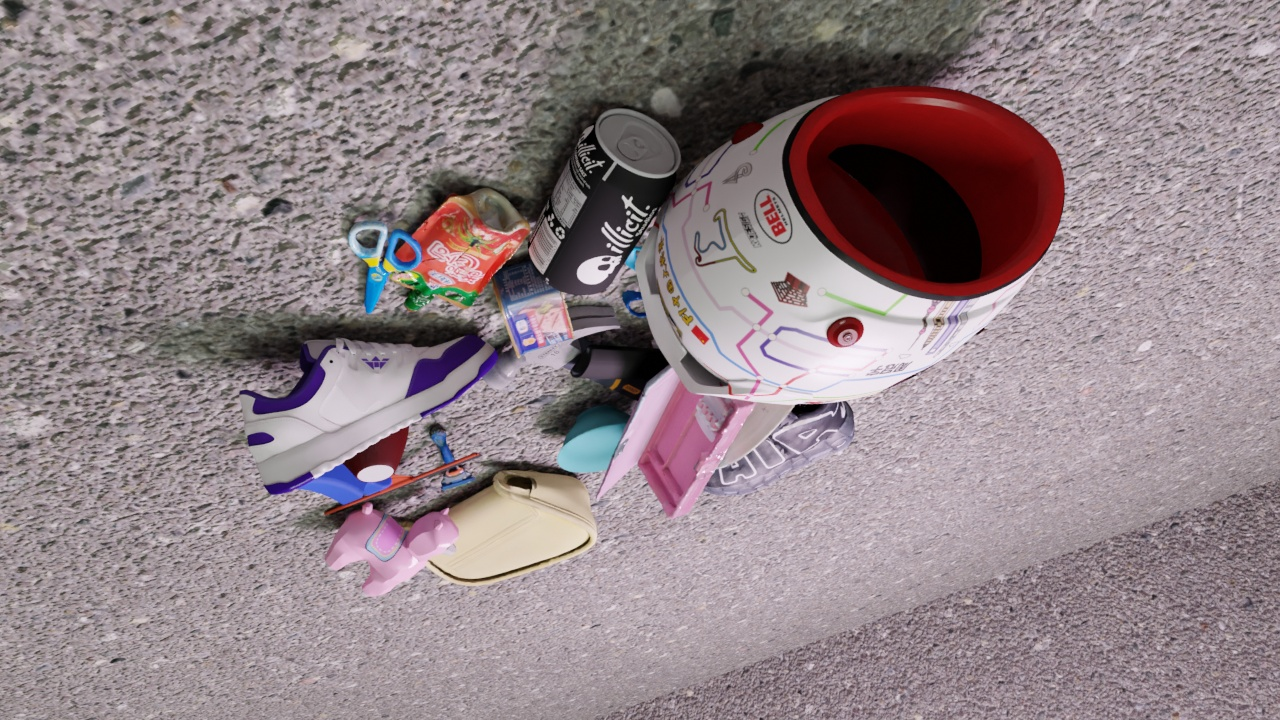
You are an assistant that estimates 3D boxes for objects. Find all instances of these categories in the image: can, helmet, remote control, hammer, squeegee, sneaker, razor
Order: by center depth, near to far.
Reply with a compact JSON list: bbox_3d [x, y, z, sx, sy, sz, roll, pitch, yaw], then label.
[{"bbox_3d":[-0.032,-0.123,0.736,0.080,0.080,0.146,1,145,-30],"label":"can"},{"bbox_3d":[0.156,-0.083,0.751,0.313,0.231,0.237,-15,163,-25],"label":"helmet"},{"bbox_3d":[-0.099,-0.050,0.851,0.059,0.054,0.100,-17,151,-6],"label":"can"},{"bbox_3d":[-0.257,0.018,0.855,0.243,0.111,0.092,-32,-172,-28],"label":"sneaker"},{"bbox_3d":[-0.006,0.006,0.967,0.140,0.021,0.046,1,140,-40],"label":"remote control"},{"bbox_3d":[-0.332,0.131,1.024,0.250,0.055,0.184,-22,166,26],"label":"squeegee"},{"bbox_3d":[-0.026,0.021,1.028,0.140,0.035,0.312,-34,147,20],"label":"hammer"},{"bbox_3d":[-0.229,0.114,1.091,0.044,0.018,0.141,-16,147,-10],"label":"razor"},{"bbox_3d":[0.154,0.087,1.182,0.252,0.097,0.151,-19,145,1],"label":"sneaker"}]

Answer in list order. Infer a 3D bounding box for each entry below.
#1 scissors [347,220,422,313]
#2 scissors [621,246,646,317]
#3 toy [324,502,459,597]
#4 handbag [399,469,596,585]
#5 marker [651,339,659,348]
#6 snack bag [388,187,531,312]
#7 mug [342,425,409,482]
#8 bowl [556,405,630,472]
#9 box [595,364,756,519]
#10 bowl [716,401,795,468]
[{"bbox_3d":[-0.220,-0.074,0.773,0.061,0.023,0.127,18,141,-15],"label":"scissors"},{"bbox_3d":[0.031,-0.059,0.887,0.130,0.014,0.116,32,145,-7],"label":"scissors"},{"bbox_3d":[-0.310,0.227,1.152,0.158,0.067,0.123,-40,105,20],"label":"toy"},{"bbox_3d":[-0.189,0.219,1.236,0.233,0.088,0.191,-29,133,19],"label":"handbag"},{"bbox_3d":[0.075,-0.039,1.000,0.132,0.014,0.014,-20,150,4],"label":"marker"},{"bbox_3d":[-0.162,-0.086,0.780,0.087,0.044,0.156,22,140,-31],"label":"snack bag"},{"bbox_3d":[-0.287,0.078,0.927,0.114,0.088,0.087,-8,149,-16],"label":"mug"},{"bbox_3d":[-0.047,0.088,1.114,0.121,0.046,0.121,-13,150,-8],"label":"bowl"},{"bbox_3d":[0.024,0.094,1.021,0.112,0.099,0.233,-17,150,-31],"label":"box"},{"bbox_3d":[0.120,0.040,1.069,0.058,0.176,0.177,41,126,-9],"label":"bowl"}]
